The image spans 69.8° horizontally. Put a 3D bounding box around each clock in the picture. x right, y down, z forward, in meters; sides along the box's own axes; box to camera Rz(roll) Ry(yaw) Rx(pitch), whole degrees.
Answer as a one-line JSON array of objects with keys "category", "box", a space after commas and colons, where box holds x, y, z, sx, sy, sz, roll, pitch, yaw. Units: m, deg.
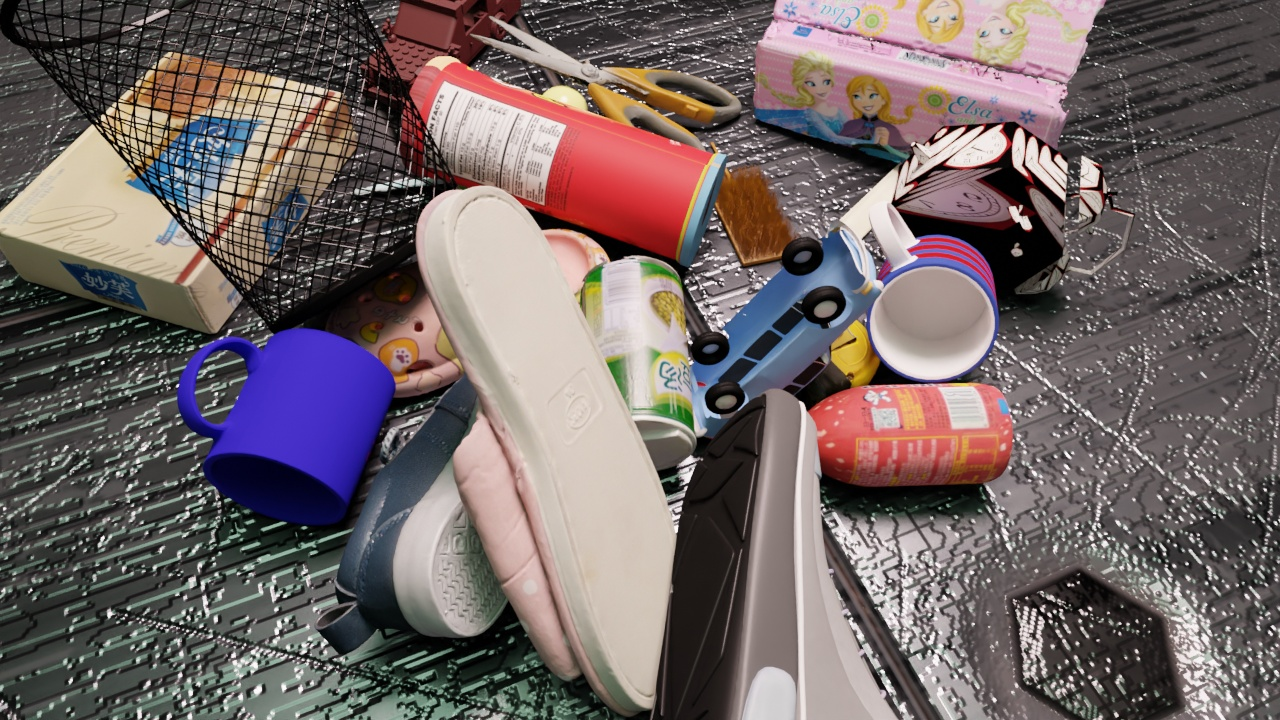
[{"category": "clock", "box": [0.244, -0.089, 0.610, 0.155, 0.115, 0.064, 17, 55, 7]}]

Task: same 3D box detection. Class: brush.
[{"category": "brush", "box": [0.076, -0.125, 0.691, 0.048, 0.017, 0.126, -13, 55, -11]}, {"category": "brush", "box": [0.212, -0.151, 0.719, 0.033, 0.012, 0.217, 35, 62, 21]}]

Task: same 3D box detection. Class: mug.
[{"category": "mug", "box": [0.174, -0.050, 0.572, 0.112, 0.075, 0.076, 59, 26, -8]}, {"category": "mug", "box": [-0.203, 0.030, 0.517, 0.079, 0.111, 0.083, -21, 43, 37]}]

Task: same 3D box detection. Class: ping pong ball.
[{"category": "ping pong ball", "box": [-0.062, -0.197, 0.726, 0.040, 0.040, 0.040, 1, 54, -1]}]

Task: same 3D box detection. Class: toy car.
[{"category": "toy car", "box": [0.083, -0.013, 0.543, 0.054, 0.154, 0.056, 23, 36, -31]}, {"category": "toy car", "box": [-0.166, -0.282, 0.772, 0.070, 0.062, 0.169, 21, 56, 13]}]

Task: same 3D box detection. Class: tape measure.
[{"category": "tape measure", "box": [0.120, -0.005, 0.592, 0.064, 0.037, 0.065, -24, 58, -17]}]

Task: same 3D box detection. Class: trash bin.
[{"category": "trash bin", "box": [-0.218, -0.141, 0.547, 0.183, 0.184, 0.210, -39, 107, -26]}]

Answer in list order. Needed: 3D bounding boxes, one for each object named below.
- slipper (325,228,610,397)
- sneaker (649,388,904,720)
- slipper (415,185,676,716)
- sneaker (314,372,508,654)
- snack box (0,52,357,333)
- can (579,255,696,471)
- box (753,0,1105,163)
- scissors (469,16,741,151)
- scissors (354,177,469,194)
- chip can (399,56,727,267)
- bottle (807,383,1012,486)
[{"category": "slipper", "box": [-0.111, -0.051, 0.595, 0.197, 0.082, 0.093, -23, 57, -20]}, {"category": "sneaker", "box": [0.093, 0.143, 0.448, 0.160, 0.093, 0.256, 26, 52, -14]}, {"category": "slipper", "box": [-0.047, 0.049, 0.454, 0.055, 0.274, 0.114, -15, 11, 29]}, {"category": "sneaker", "box": [-0.097, 0.058, 0.515, 0.087, 0.089, 0.234, -10, 35, 26]}, {"category": "snack box", "box": [-0.323, -0.129, 0.660, 0.153, 0.055, 0.206, 15, 55, 9]}, {"category": "can", "box": [-0.003, 0.003, 0.560, 0.067, 0.067, 0.120, -1, 58, -3]}, {"category": "box", "box": [0.199, -0.220, 0.670, 0.231, 0.161, 0.061, 22, 36, 21]}, {"category": "scissors", "box": [-0.019, -0.221, 0.727, 0.225, 0.016, 0.174, 37, 47, 12]}, {"category": "scissors", "box": [-0.132, -0.141, 0.702, 0.173, 0.021, 0.171, -14, 58, -6]}, {"category": "chip can", "box": [-0.053, -0.139, 0.646, 0.213, 0.087, 0.086, 20, 56, 6]}, {"category": "bottle", "box": [0.141, 0.044, 0.541, 0.137, 0.062, 0.061, 0, 54, -2]}]
